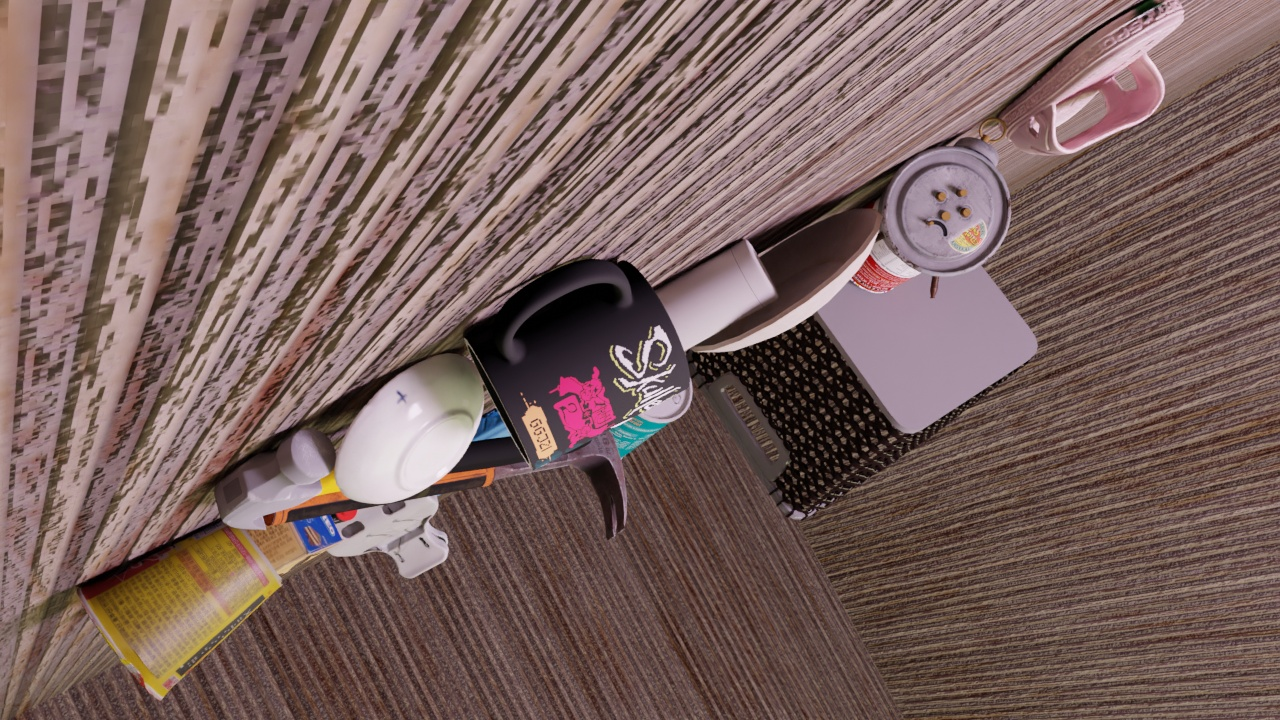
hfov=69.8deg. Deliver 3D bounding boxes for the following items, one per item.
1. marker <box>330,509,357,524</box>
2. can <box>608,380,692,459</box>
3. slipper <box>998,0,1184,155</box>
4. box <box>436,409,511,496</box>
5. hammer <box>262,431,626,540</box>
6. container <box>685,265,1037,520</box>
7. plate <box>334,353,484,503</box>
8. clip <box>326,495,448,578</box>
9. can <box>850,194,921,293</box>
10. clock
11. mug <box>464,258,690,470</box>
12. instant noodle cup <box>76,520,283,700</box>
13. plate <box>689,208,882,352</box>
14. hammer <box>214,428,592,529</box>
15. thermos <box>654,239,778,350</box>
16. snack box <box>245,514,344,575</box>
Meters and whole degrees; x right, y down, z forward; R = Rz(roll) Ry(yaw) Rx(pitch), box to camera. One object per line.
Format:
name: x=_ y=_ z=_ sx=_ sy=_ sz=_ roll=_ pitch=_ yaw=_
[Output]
marker: x=-0.300 y=0.144 z=0.835 sx=0.145 sy=0.021 sz=0.023 roll=-20 pitch=-155 yaw=41
can: x=-0.022 y=0.051 z=1.030 sx=0.099 sy=0.099 sz=0.144 roll=-25 pitch=169 yaw=-41
slipper: x=0.344 y=-0.198 z=0.699 sx=0.094 sy=0.064 sz=0.239 roll=-28 pitch=175 yaw=7
box: x=-0.199 y=0.095 z=1.004 sx=0.232 sy=0.054 sz=0.093 roll=-29 pitch=159 yaw=7
hammer: x=-0.140 y=0.102 z=0.740 sx=0.313 sy=0.137 sz=0.035 roll=-5 pitch=151 yaw=-42
container: x=0.241 y=-0.007 z=1.030 sx=0.245 sy=0.247 sz=0.244 roll=-26 pitch=166 yaw=-27
plate: x=-0.124 y=0.046 z=0.526 sx=0.104 sy=0.026 sz=0.104 roll=-43 pitch=157 yaw=-23
clip: x=-0.260 y=0.154 z=0.952 sx=0.126 sy=0.099 sz=0.152 roll=-28 pitch=140 yaw=7
can: x=0.255 y=-0.124 z=0.872 sx=0.086 sy=0.086 sz=0.117 roll=-26 pitch=176 yaw=-31
clock: x=0.254 y=-0.134 z=0.756 sx=0.148 sy=0.104 sz=0.056 roll=-58 pitch=-176 yaw=5
mug: x=-0.036 y=-0.008 z=0.494 sx=0.098 sy=0.082 sz=0.118 roll=-27 pitch=149 yaw=-12
instant noodle cup: x=-0.337 y=0.175 z=0.684 sx=0.112 sy=0.100 sz=0.101 roll=-38 pitch=-179 yaw=-28
plate: x=0.121 y=-0.059 z=0.760 sx=0.189 sy=0.027 sz=0.188 roll=-35 pitch=-165 yaw=10
hammer: x=-0.145 y=0.071 z=0.651 sx=0.127 sy=0.029 sz=0.322 roll=-27 pitch=167 yaw=30
thermos: x=-0.003 y=-0.017 z=0.718 sx=0.224 sy=0.052 sz=0.052 roll=-29 pitch=176 yaw=13
snack box: x=-0.357 y=0.179 z=0.782 sx=0.207 sy=0.056 sz=0.057 roll=-29 pitch=177 yaw=13
